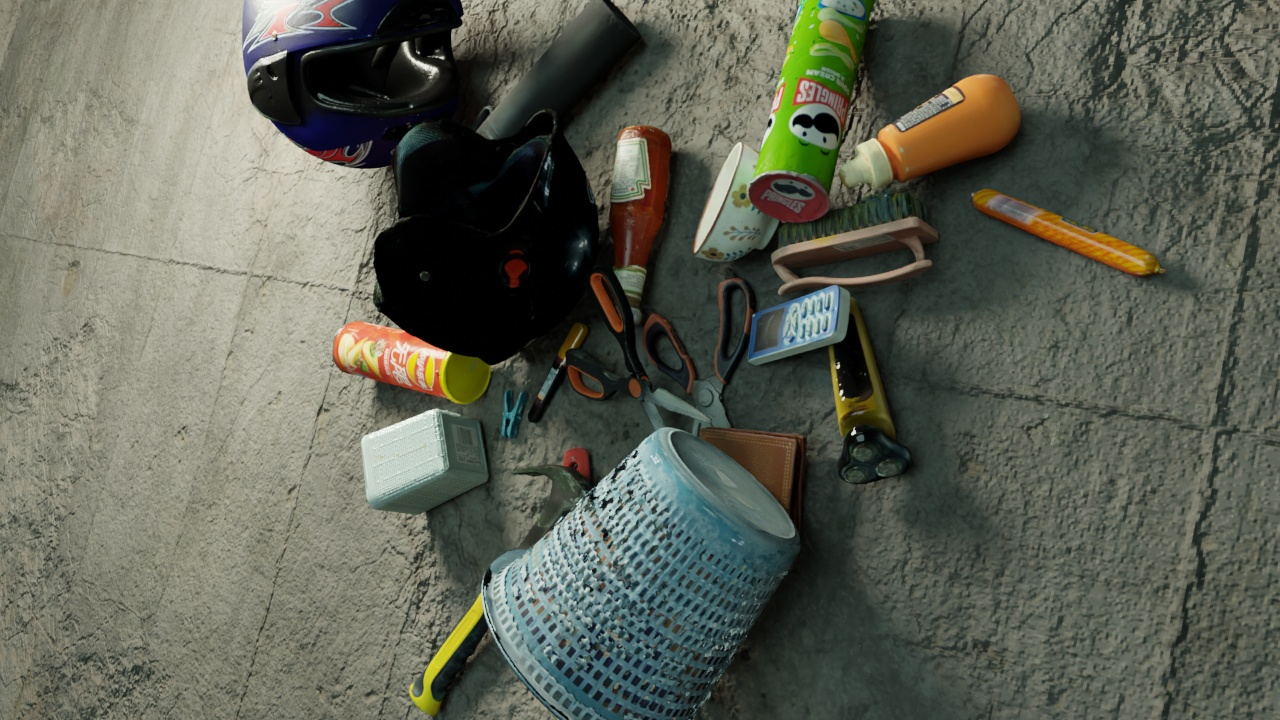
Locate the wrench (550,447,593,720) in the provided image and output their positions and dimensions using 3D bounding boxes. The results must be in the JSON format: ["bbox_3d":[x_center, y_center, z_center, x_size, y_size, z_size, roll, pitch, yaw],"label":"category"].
[{"bbox_3d":[-0.065,0.224,0.929,0.056,0.016,0.273,-7,75,33],"label":"wrench"}]

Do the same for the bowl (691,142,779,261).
[{"bbox_3d":[0.098,-0.142,0.868,0.062,0.113,0.113,21,90,-8],"label":"bowl"}]

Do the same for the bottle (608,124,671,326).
[{"bbox_3d":[-0.005,-0.138,0.952,0.060,0.059,0.206,1,80,35],"label":"bottle"}]

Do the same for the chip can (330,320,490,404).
[{"bbox_3d":[-0.278,-0.002,1.097,0.217,0.073,0.073,12,85,36],"label":"chip can"}]

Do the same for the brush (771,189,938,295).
[{"bbox_3d":[0.183,-0.099,0.810,0.146,0.063,0.073,-10,80,33],"label":"brush"}]

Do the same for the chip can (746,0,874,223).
[{"bbox_3d":[0.156,-0.239,0.823,0.072,0.072,0.235,1,63,35],"label":"chip can"}]

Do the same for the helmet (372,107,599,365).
[{"bbox_3d":[-0.153,-0.127,0.950,0.275,0.230,0.233,-33,37,18],"label":"helmet"}]

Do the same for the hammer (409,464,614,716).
[{"bbox_3d":[-0.152,0.242,0.962,0.324,0.031,0.126,-55,52,16],"label":"hammer"}]

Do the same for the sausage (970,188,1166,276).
[{"bbox_3d":[0.335,-0.103,0.731,0.165,0.021,0.021,35,99,35],"label":"sausage"}]

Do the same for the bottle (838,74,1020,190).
[{"bbox_3d":[0.237,-0.183,0.767,0.149,0.067,0.066,-24,63,3],"label":"bottle"}]

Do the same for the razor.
[{"bbox_3d":[0.184,0.020,0.782,0.062,0.067,0.167,-16,63,22],"label":"razor"}]

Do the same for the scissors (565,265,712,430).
[{"bbox_3d":[-0.011,0.013,0.904,0.229,0.021,0.221,-15,91,55],"label":"scissors"}]

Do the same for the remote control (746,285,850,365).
[{"bbox_3d":[0.139,-0.029,0.817,0.125,0.024,0.049,-18,58,57],"label":"remote control"}]

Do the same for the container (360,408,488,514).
[{"bbox_3d":[-0.239,0.113,1.034,0.112,0.090,0.089,-23,66,25],"label":"container"}]

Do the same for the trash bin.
[{"bbox_3d":[0.017,0.173,0.754,0.195,0.226,0.226,-52,56,12],"label":"trash bin"}]

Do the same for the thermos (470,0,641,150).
[{"bbox_3d":[-0.113,-0.318,1.063,0.243,0.068,0.090,-40,65,20],"label":"thermos"}]

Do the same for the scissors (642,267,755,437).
[{"bbox_3d":[0.063,0.016,0.894,0.189,0.015,0.226,-50,57,14],"label":"scissors"}]

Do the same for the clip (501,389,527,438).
[{"bbox_3d":[-0.144,0.060,1.026,0.038,0.013,0.055,5,79,36],"label":"clip"}]

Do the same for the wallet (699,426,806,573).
[{"bbox_3d":[0.096,0.123,0.827,0.101,0.032,0.124,4,90,36],"label":"wallet"}]

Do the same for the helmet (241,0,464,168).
[{"bbox_3d":[-0.335,-0.357,1.120,0.316,0.246,0.241,14,126,41],"label":"helmet"}]

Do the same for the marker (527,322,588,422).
[{"bbox_3d":[-0.091,0.014,1.001,0.018,0.015,0.124,36,102,37],"label":"marker"}]
